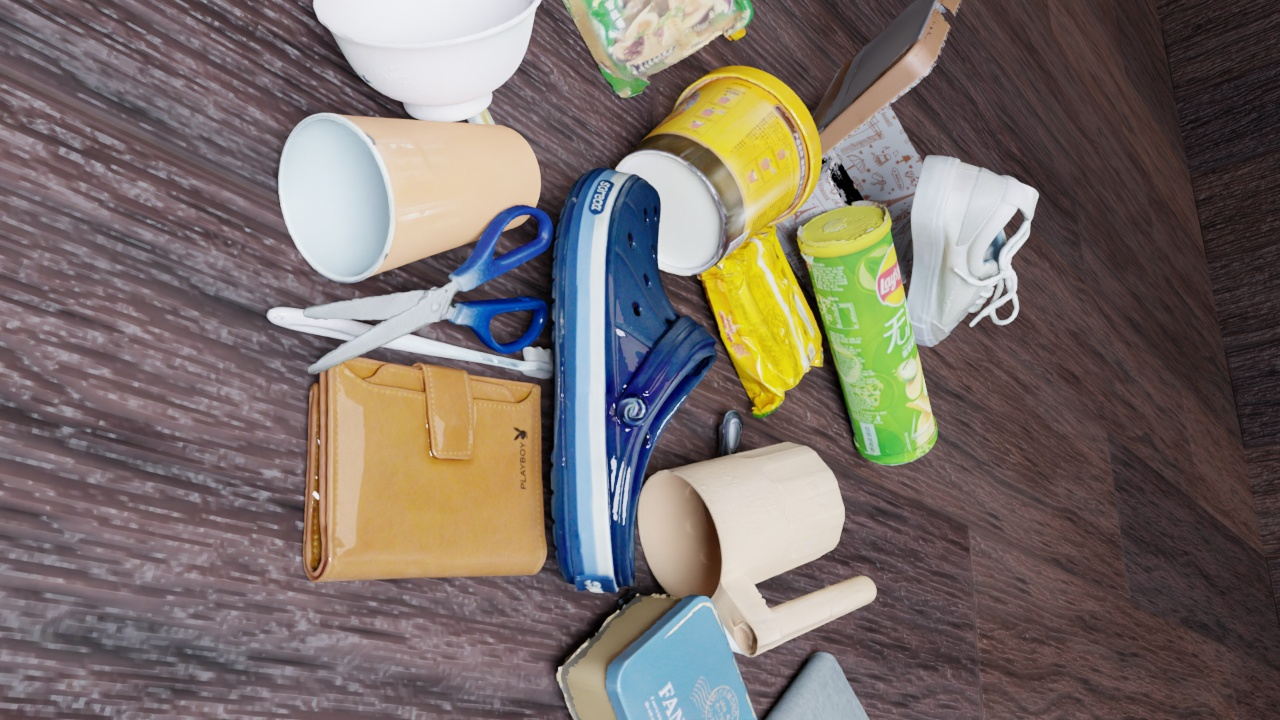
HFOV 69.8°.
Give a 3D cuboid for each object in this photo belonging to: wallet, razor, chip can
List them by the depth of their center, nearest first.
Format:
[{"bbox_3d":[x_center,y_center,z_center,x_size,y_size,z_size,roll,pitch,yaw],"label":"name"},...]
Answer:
[{"bbox_3d":[-0.104,0.056,0.465,0.131,0.031,0.107,13,69,-47],"label":"wallet"},{"bbox_3d":[0.120,0.283,0.633,0.129,0.037,0.106,-30,89,-50],"label":"wallet"},{"bbox_3d":[0.059,0.103,0.636,0.042,0.022,0.142,16,66,-26],"label":"razor"},{"bbox_3d":[0.189,-0.015,0.749,0.072,0.073,0.221,-51,130,-44],"label":"chip can"}]

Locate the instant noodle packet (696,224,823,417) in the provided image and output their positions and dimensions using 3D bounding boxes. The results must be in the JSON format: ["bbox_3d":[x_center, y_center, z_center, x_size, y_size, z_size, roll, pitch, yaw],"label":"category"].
[{"bbox_3d":[0.094,-0.033,0.705,0.110,0.044,0.128,-39,109,-49],"label":"instant noodle packet"}]

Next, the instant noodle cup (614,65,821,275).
[{"bbox_3d":[0.048,-0.126,0.635,0.114,0.119,0.118,-46,112,-38],"label":"instant noodle cup"}]

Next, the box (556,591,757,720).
[{"bbox_3d":[0.020,0.215,0.514,0.089,0.059,0.184,-33,108,-42],"label":"box"}]

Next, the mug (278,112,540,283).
[{"bbox_3d":[-0.111,-0.089,0.474,0.122,0.078,0.078,-24,96,-55],"label":"mug"}]

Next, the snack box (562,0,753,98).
[{"bbox_3d":[0.021,-0.275,0.662,0.117,0.118,0.105,60,32,-15],"label":"snack box"}]

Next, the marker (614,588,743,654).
[{"bbox_3d":[0.035,0.169,0.588,0.130,0.018,0.022,27,91,-39],"label":"marker"}]

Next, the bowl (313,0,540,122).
[{"bbox_3d":[-0.108,-0.170,0.496,0.065,0.118,0.118,88,23,-46],"label":"bowl"}]

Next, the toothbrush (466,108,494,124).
[{"bbox_3d":[-0.116,-0.191,0.541,0.016,0.018,0.191,-37,106,-46],"label":"toothbrush"}]

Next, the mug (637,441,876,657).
[{"bbox_3d":[0.074,0.112,0.564,0.103,0.084,0.124,-10,47,-34],"label":"mug"}]

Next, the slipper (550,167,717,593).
[{"bbox_3d":[-0.003,0.003,0.523,0.105,0.095,0.252,88,4,-73],"label":"slipper"}]

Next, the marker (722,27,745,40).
[{"bbox_3d":[0.043,-0.309,0.766,0.123,0.015,0.018,31,54,-35],"label":"marker"}]

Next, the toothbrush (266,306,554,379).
[{"bbox_3d":[-0.111,-0.010,0.488,0.179,0.016,0.016,12,61,-46],"label":"toothbrush"}]

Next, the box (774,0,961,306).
[{"bbox_3d":[0.216,-0.172,0.784,0.156,0.227,0.179,41,46,-11],"label":"box"}]

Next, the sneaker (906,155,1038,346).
[{"bbox_3d":[0.271,-0.080,0.757,0.242,0.091,0.089,61,46,-62],"label":"sneaker"}]

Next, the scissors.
[{"bbox_3d":[-0.096,-0.022,0.461,0.170,0.012,0.141,-54,148,-30],"label":"scissors"}]
